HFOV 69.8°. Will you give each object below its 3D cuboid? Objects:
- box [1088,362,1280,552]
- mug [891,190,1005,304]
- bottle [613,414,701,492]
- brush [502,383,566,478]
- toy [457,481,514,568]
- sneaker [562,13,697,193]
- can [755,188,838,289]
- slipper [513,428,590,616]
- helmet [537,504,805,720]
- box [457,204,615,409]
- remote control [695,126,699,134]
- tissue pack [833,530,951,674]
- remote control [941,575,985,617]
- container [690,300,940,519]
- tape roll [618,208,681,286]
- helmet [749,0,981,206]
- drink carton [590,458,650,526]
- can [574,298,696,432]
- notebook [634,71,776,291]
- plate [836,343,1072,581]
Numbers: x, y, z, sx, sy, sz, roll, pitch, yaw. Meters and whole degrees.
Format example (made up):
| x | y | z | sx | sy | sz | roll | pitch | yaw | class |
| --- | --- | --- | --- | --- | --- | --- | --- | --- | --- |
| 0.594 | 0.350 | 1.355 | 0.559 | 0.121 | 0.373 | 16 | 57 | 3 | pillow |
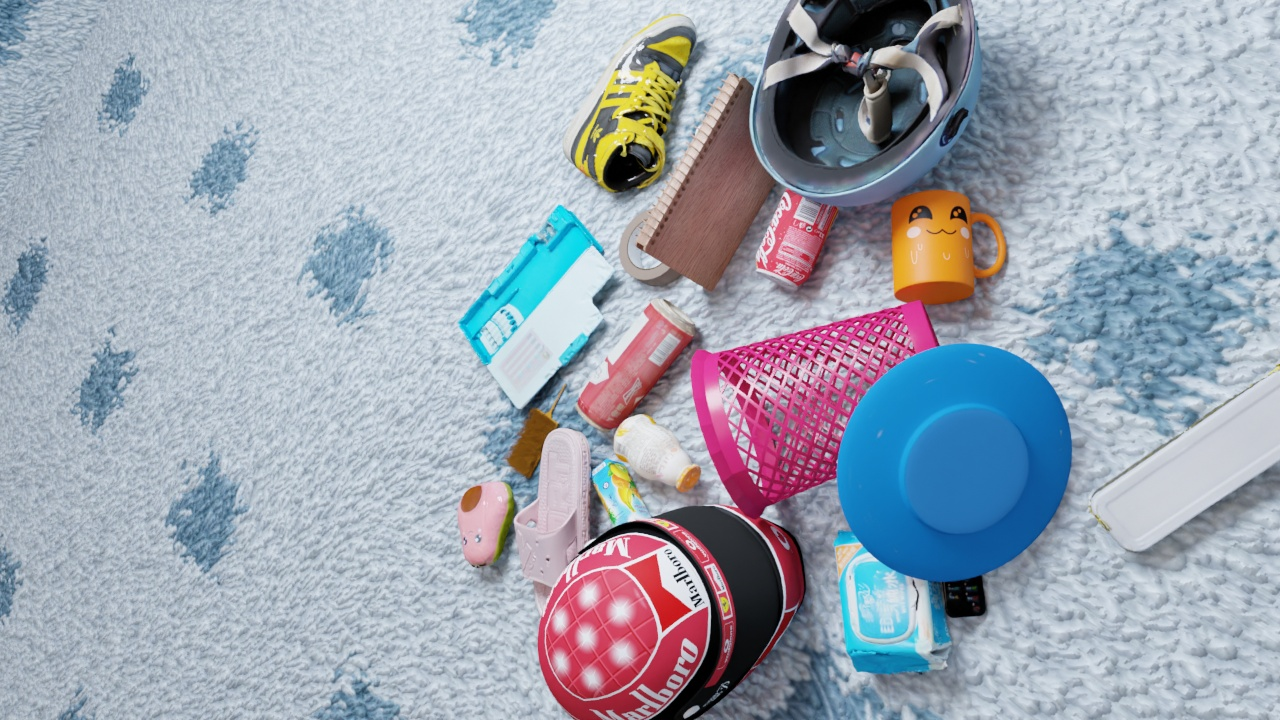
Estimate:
| x | y | z | sx | sy | sz | roll | pitch | yaw | class |
| --- | --- | --- | --- | --- | --- | --- | --- | --- | --- |
| 0.490 | 0.085 | 0.790 | 0.210 | 0.044 | 0.065 | -42 | 72 | 17 | box |
| 0.314 | -0.113 | 0.933 | 0.112 | 0.078 | 0.095 | 2 | 76 | 1 | mug |
| 0.020 | 0.110 | 1.063 | 0.109 | 0.063 | 0.063 | 34 | 97 | 34 | bottle |
| -0.133 | 0.088 | 1.195 | 0.048 | 0.017 | 0.126 | 32 | 95 | 34 | brush |
| -0.199 | 0.212 | 1.185 | 0.090 | 0.051 | 0.110 | -12 | 72 | 31 | toy |
| 0.006 | -0.320 | 1.168 | 0.239 | 0.086 | 0.122 | -49 | 51 | 17 | sneaker |
| 0.173 | -0.137 | 1.028 | 0.064 | 0.064 | 0.105 | 25 | 92 | 35 | can |
| -0.109 | 0.200 | 1.100 | 0.094 | 0.064 | 0.239 | 0 | 86 | 47 | slipper |
| 0.017 | 0.260 | 0.926 | 0.271 | 0.224 | 0.197 | -43 | 63 | 17 | helmet |
| -0.130 | -0.070 | 1.221 | 0.227 | 0.039 | 0.182 | -47 | 59 | 14 | box |
| 0.088 | -0.230 | 1.123 | 0.060 | 0.025 | 0.138 | -5 | 75 | 49 | remote control |
| 0.243 | 0.230 | 0.889 | 0.093 | 0.061 | 0.144 | -14 | 70 | 29 | tissue pack |
| 0.301 | 0.170 | 0.887 | 0.041 | 0.020 | 0.151 | -1 | 72 | -10 | remote control |
| 0.191 | 0.038 | 0.916 | 0.226 | 0.183 | 0.183 | -21 | 67 | 19 | container |
| 0.020 | -0.141 | 1.148 | 0.094 | 0.030 | 0.093 | -9 | 73 | 31 | tape roll |
| 0.241 | -0.271 | 0.955 | 0.226 | 0.166 | 0.265 | 24 | 86 | 35 | helmet |
| -0.015 | 0.178 | 1.081 | 0.039 | 0.044 | 0.128 | -40 | 58 | 18 | drink carton |
| -0.007 | 0.006 | 1.105 | 0.170 | 0.067 | 0.067 | -51 | 57 | 12 | can |
| 0.088 | -0.195 | 1.034 | 0.022 | 0.169 | 0.210 | 34 | 96 | 34 | notebook |
| 0.288 | 0.097 | 0.824 | 0.224 | 0.224 | 0.024 | -60 | 12 | 5 | plate |
